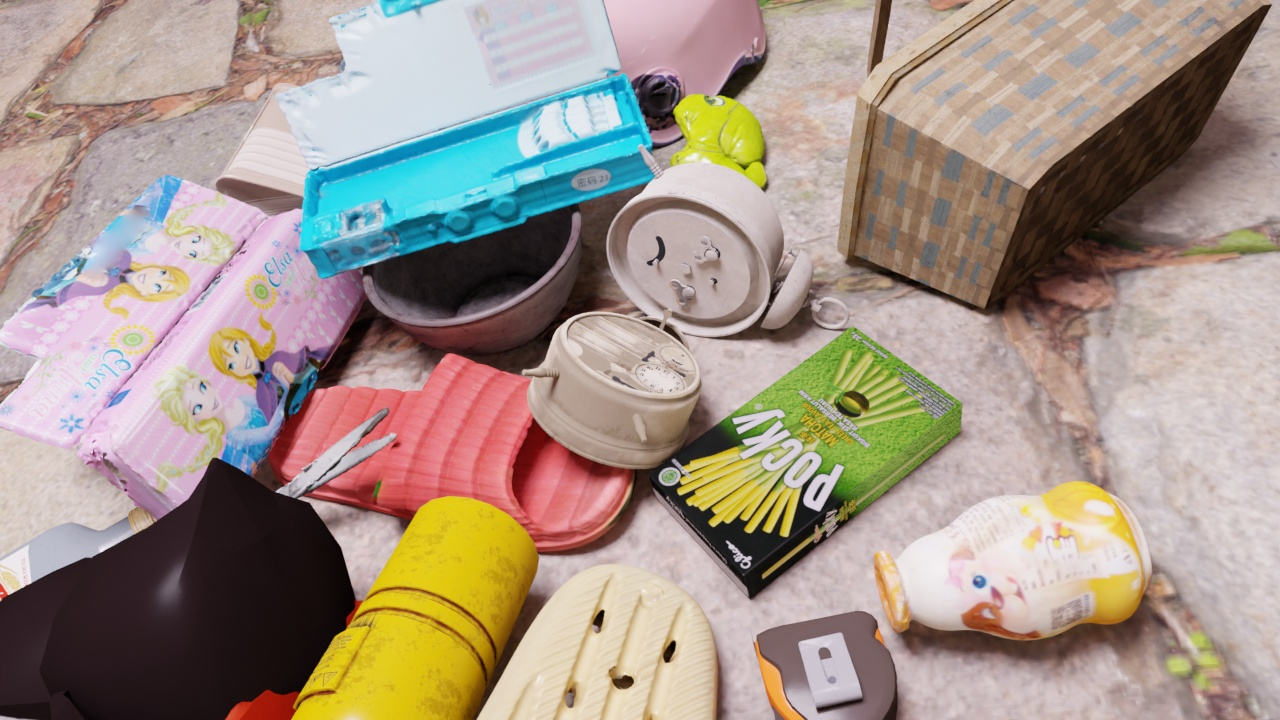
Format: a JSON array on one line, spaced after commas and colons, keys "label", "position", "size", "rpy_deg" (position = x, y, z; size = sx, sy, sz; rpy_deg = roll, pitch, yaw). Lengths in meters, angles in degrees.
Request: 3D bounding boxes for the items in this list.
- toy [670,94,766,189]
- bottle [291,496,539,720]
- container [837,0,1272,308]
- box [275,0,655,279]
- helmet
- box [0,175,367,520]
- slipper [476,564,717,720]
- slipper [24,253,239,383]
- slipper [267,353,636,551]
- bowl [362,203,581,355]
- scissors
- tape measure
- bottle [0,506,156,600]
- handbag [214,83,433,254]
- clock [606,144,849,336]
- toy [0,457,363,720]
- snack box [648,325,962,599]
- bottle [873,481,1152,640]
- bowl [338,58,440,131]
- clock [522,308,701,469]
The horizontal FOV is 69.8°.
[{"label": "toy", "position": [0.057, -0.157, 0.671], "size": [0.094, 0.036, 0.093], "rpy_deg": [36, 60, 13]}, {"label": "bottle", "position": [-0.105, 0.141, 0.407], "size": [0.071, 0.071, 0.163], "rpy_deg": [1, 36, 17]}, {"label": "container", "position": [0.217, -0.171, 0.565], "size": [0.249, 0.158, 0.186], "rpy_deg": [-36, 60, -16]}, {"label": "box", "position": [-0.117, -0.155, 0.600], "size": [0.227, 0.085, 0.170], "rpy_deg": [-17, 81, 1]}, {"label": "helmet", "position": [-0.033, -0.283, 0.744], "size": [0.255, 0.153, 0.230], "rpy_deg": [-30, 51, -3]}, {"label": "box", "position": [-0.267, -0.023, 0.551], "size": [0.063, 0.160, 0.229], "rpy_deg": [-39, 24, 36]}, {"label": "slipper", "position": [-0.030, 0.196, 0.363], "size": [0.111, 0.079, 0.260], "rpy_deg": [19, 38, 4]}, {"label": "slipper", "position": [-0.318, -0.033, 0.659], "size": [0.111, 0.063, 0.263], "rpy_deg": [-1, 37, 10]}, {"label": "slipper", "position": [-0.120, 0.044, 0.533], "size": [0.249, 0.059, 0.103], "rpy_deg": [7, 52, 23]}, {"label": "bowl", "position": [-0.101, -0.055, 0.608], "size": [0.145, 0.067, 0.144], "rpy_deg": [-8, 48, 9]}, {"label": "scissors", "position": [-0.204, 0.069, 0.527], "size": [0.118, 0.014, 0.161], "rpy_deg": [36, 95, 37]}, {"label": "tape measure", "position": [0.082, 0.141, 0.401], "size": [0.058, 0.038, 0.058], "rpy_deg": [-13, 47, 5]}, {"label": "bottle", "position": [-0.339, 0.134, 0.524], "size": [0.161, 0.046, 0.072], "rpy_deg": [-33, 49, -14]}, {"label": "handbag", "position": [-0.203, -0.154, 0.719], "size": [0.198, 0.062, 0.175], "rpy_deg": [-1, 37, -6]}, {"label": "clock", "position": [0.056, -0.062, 0.560], "size": [0.157, 0.104, 0.061], "rpy_deg": [27, 51, 5]}, {"label": "toy", "position": [-0.241, 0.129, 0.439], "size": [0.184, 0.140, 0.158], "rpy_deg": [-15, 9, 17]}, {"label": "snack box", "position": [0.088, 0.049, 0.489], "size": [0.147, 0.025, 0.080], "rpy_deg": [-34, 49, -15]}, {"label": "bottle", "position": [0.161, 0.091, 0.404], "size": [0.109, 0.063, 0.063], "rpy_deg": [-12, 47, 4]}, {"label": "bowl", "position": [-0.234, -0.245, 0.823], "size": [0.137, 0.057, 0.136], "rpy_deg": [-8, 48, 9]}, {"label": "clock", "position": [-0.003, 0.004, 0.519], "size": [0.093, 0.055, 0.140], "rpy_deg": [29, 30, 12]}]
